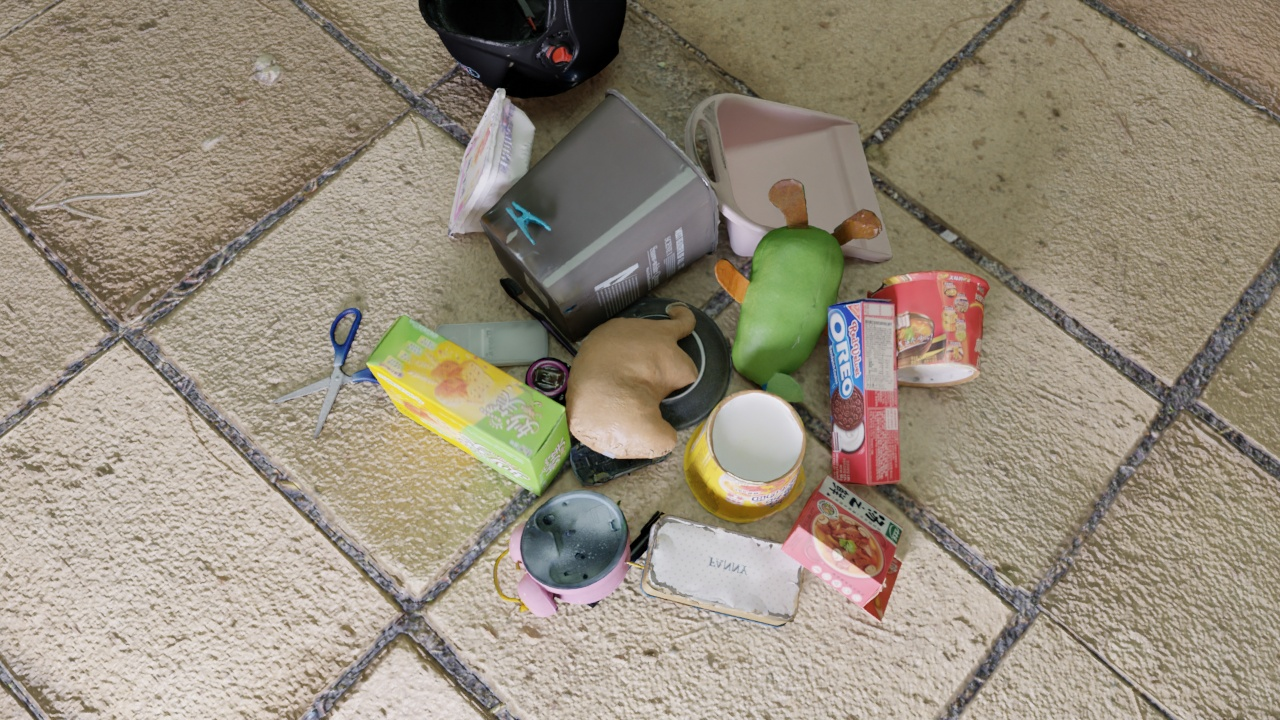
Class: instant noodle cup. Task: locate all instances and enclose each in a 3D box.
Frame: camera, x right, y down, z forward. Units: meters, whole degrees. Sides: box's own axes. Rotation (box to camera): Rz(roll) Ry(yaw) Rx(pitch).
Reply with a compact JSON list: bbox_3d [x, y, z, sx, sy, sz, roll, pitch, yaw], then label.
[{"bbox_3d":[-0.181,-0.232,1.131,0.060,0.174,0.137,14,66,-20],"label":"instant noodle cup"},{"bbox_3d":[0.121,0.101,1.021,0.138,0.110,0.137,1,67,-2],"label":"instant noodle cup"},{"bbox_3d":[0.340,-0.032,1.074,0.138,0.138,0.108,2,75,-1],"label":"instant noodle cup"}]

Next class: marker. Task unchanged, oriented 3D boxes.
[{"bbox_3d":[-0.015,0.219,1.017,0.022,0.020,0.131,39,72,18],"label":"marker"}]

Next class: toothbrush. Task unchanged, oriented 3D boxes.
[{"bbox_3d":[-0.105,-0.038,1.104,0.189,0.014,0.016,44,51,15],"label":"toothbrush"}]

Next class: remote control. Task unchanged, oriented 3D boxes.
[{"bbox_3d":[-0.180,-0.019,1.110,0.136,0.020,0.055,-3,69,-5],"label":"remote control"}]

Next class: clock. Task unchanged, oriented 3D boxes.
[{"bbox_3d":[-0.083,0.210,0.983,0.158,0.060,0.117,-19,50,-3],"label":"clock"}]

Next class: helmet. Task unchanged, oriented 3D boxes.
[{"bbox_3d":[-0.142,-0.450,1.178,0.274,0.230,0.233,-39,59,-17],"label":"helmet"}]

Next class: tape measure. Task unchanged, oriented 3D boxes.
[{"bbox_3d":[-0.108,0.025,1.084,0.058,0.039,0.057,8,68,2],"label":"tape measure"}]

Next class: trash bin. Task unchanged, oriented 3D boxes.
[{"bbox_3d":[-0.049,-0.158,1.086,0.219,0.199,0.198,-40,72,-10],"label":"trash bin"}]

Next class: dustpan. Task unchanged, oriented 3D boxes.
[{"bbox_3d":[0.188,-0.236,1.146,0.273,0.139,0.222,-9,67,-5],"label":"dustpan"}]

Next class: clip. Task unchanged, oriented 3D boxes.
[{"bbox_3d":[-0.124,-0.152,0.997,0.038,0.013,0.055,-44,76,-4],"label":"clip"}]

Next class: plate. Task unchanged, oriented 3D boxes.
[{"bbox_3d":[0.022,0.000,1.106,0.179,0.024,0.179,0,68,-1],"label":"plate"}]

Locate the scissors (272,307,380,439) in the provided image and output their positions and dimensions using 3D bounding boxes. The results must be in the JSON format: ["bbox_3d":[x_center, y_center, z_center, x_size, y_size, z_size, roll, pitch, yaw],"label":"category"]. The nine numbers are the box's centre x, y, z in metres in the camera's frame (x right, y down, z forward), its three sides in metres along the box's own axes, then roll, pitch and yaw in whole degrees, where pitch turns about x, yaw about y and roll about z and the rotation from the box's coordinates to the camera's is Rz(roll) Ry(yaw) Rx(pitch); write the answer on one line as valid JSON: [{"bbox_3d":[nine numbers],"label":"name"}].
[{"bbox_3d":[-0.353,0.012,1.099,0.176,0.012,0.162,-8,69,-3],"label":"scissors"}]

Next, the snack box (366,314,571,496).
[{"bbox_3d":[-0.182,0.053,1.006,0.210,0.158,0.070,30,70,10],"label":"snack box"}]

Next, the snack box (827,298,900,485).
[{"bbox_3d":[0.253,0.035,1.038,0.058,0.057,0.207,1,86,-33],"label":"snack box"}]

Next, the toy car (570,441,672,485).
[{"bbox_3d":[-0.021,0.105,1.054,0.120,0.037,0.054,-20,69,-10],"label":"toy car"}]

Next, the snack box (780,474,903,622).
[{"bbox_3d":[0.228,0.198,0.984,0.127,0.044,0.113,35,34,9],"label":"snack box"}]

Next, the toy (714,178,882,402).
[{"bbox_3d":[0.175,-0.079,1.073,0.226,0.090,0.247,19,97,-30],"label":"toy"}]

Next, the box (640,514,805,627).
[{"bbox_3d":[0.095,0.228,0.988,0.184,0.059,0.089,17,68,-4],"label":"box"}]

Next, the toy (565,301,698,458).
[{"bbox_3d":[-0.006,0.006,1.045,0.143,0.083,0.225,23,61,-5],"label":"toy"}]
